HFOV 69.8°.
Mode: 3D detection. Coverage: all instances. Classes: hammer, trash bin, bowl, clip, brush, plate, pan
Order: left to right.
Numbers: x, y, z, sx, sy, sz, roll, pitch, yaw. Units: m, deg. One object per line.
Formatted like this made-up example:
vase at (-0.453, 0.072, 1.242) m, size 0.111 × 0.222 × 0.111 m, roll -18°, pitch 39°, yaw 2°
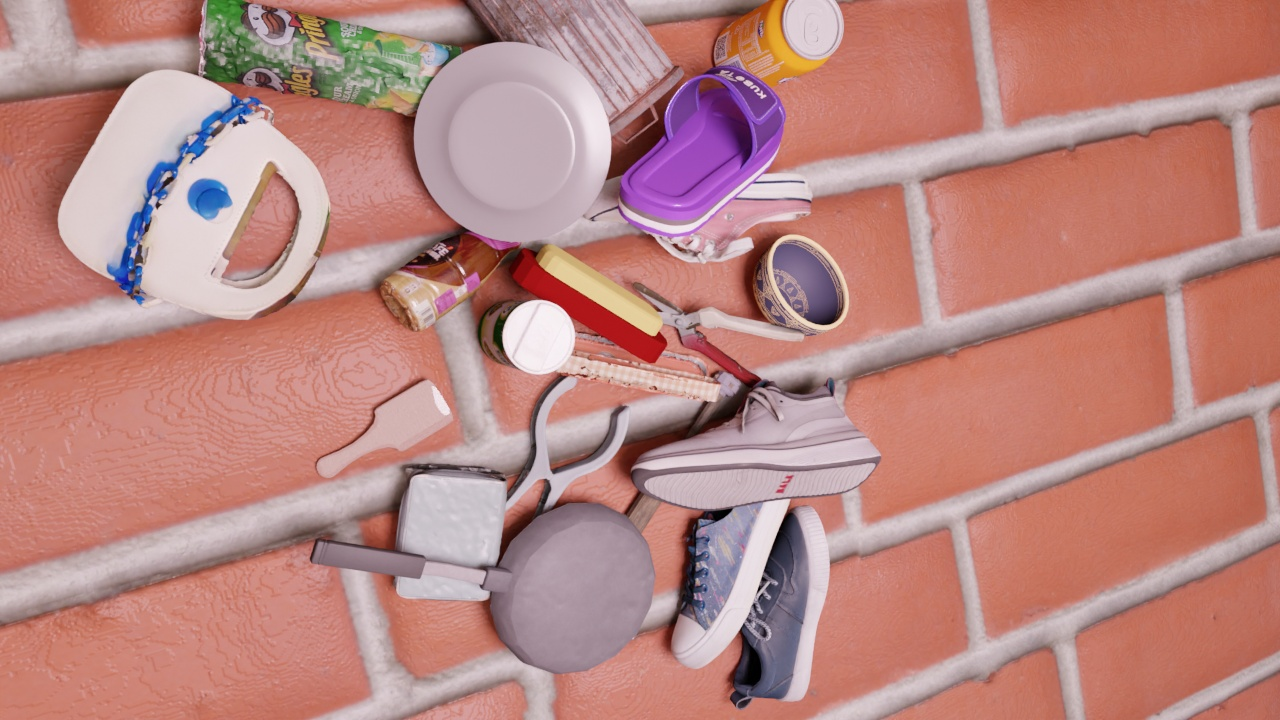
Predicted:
brush at (-0.250, 0.071, 0.886) m, size 0.135 × 0.015 × 0.050 m, roll -32°, pitch 103°, yaw -11°
pan at (-0.133, 0.211, 0.875) m, size 0.356 × 0.041 × 0.178 m, roll 17°, pitch 91°, yaw -30°
plate at (-0.116, -0.194, 0.831) m, size 0.178 × 0.012 × 0.178 m, roll -1°, pitch 111°, yaw -2°
trash bin at (-0.062, -0.303, 0.869) m, size 0.130 × 0.131 × 0.211 m, roll -43°, pitch 106°, yaw -14°
clip at (-0.060, 0.108, 0.954) m, size 0.141 × 0.029 × 0.171 m, roll 26°, pitch 85°, yaw -19°
brush at (-0.046, -0.061, 0.909) m, size 0.173 × 0.082 × 0.042 m, roll 31°, pitch 101°, yaw -17°
hammer at (0.016, 0.148, 0.988) m, size 0.147 × 0.028 × 0.316 m, roll 38°, pitch 80°, yaw -25°
bowl at (0.165, -0.074, 1.005) m, size 0.112 × 0.061 × 0.112 m, roll 15°, pitch 60°, yaw -29°

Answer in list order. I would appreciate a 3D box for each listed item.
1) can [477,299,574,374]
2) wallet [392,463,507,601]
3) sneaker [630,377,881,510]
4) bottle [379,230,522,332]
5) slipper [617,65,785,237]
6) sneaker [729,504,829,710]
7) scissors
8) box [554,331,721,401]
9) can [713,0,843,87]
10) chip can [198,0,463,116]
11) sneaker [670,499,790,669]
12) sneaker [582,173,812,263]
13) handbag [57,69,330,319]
can at (-0.111, -0.024, 0.874) m, size 0.067 × 0.121 × 0.067 m, roll -2°, pitch 94°, yaw -22°
wallet at (-0.187, 0.168, 0.897) m, size 0.100 × 0.054 × 0.131 m, roll 8°, pitch 94°, yaw -14°
sneaker at (0.113, 0.080, 0.965) m, size 0.263 × 0.097 × 0.128 m, roll -6°, pitch 54°, yaw -12°
bottle at (-0.167, -0.096, 0.882) m, size 0.165 × 0.060 × 0.059 m, roll -40°, pitch 107°, yaw -23°
slipper at (0.069, -0.221, 0.873) m, size 0.107 × 0.084 × 0.265 m, roll 24°, pitch 45°, yaw 15°
sneaker at (0.147, 0.273, 1.020) m, size 0.087 × 0.089 × 0.235 m, roll 5°, pitch 96°, yaw -17°
scissors at (0.081, -0.028, 0.978) m, size 0.193 × 0.180 × 0.015 m, roll 59°, pitch 30°, yaw -41°
box at (-0.007, 0.007, 0.948) m, size 0.186 × 0.083 × 0.043 m, roll 12°, pitch 104°, yaw -24°
can at (0.139, -0.325, 0.938) m, size 0.079 × 0.143 × 0.079 m, roll -2°, pitch 94°, yaw -22°
chip can at (-0.270, -0.266, 0.821) m, size 0.223 × 0.075 × 0.075 m, roll 5°, pitch 92°, yaw -21°
sneaker at (0.084, 0.214, 0.991) m, size 0.079 × 0.087 × 0.235 m, roll 29°, pitch 80°, yaw -15°
sneaker at (0.057, -0.141, 0.931) m, size 0.241 × 0.118 × 0.088 m, roll -2°, pitch 89°, yaw -6°
handbag at (-0.369, -0.131, 0.787) m, size 0.199 × 0.093 × 0.200 m, roll 26°, pitch 84°, yaw -29°
